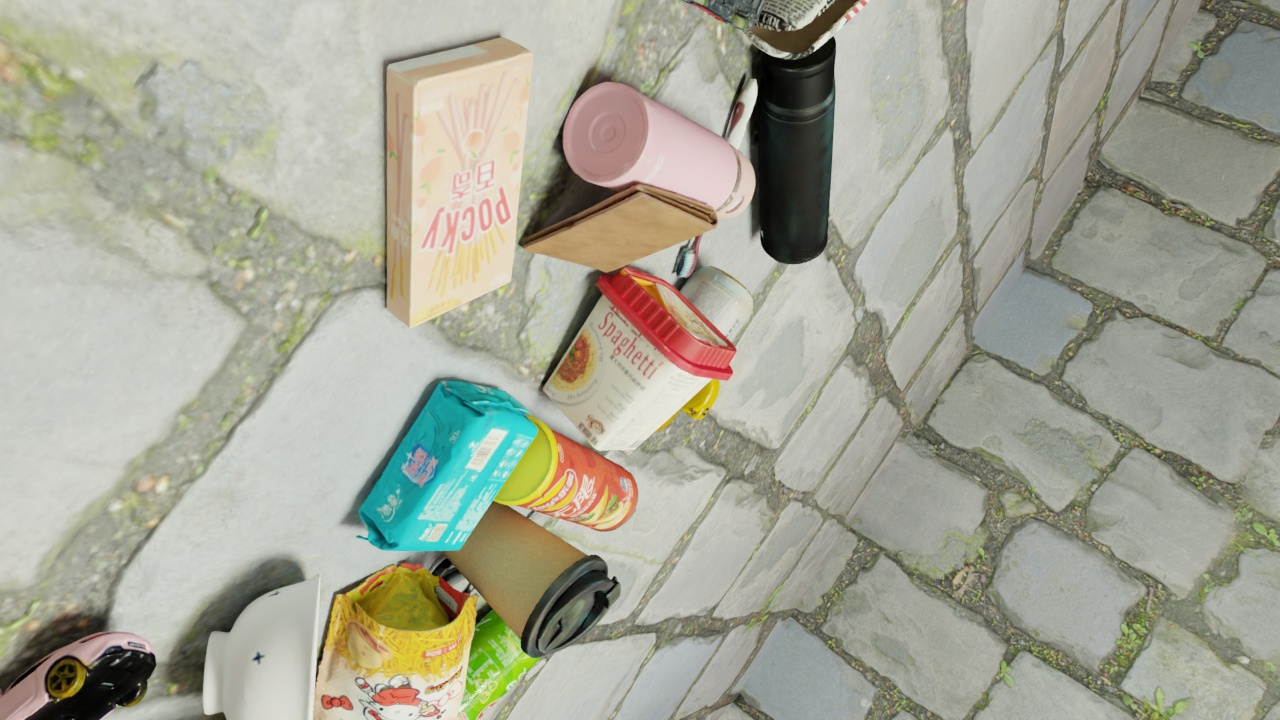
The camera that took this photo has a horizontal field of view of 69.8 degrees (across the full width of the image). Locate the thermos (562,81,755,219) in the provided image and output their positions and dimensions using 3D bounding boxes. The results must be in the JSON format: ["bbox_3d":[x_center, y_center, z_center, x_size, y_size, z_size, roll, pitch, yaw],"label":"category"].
[{"bbox_3d":[0.017,-0.137,0.670,0.087,0.067,0.198,-43,162,20],"label":"thermos"}]

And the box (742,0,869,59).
[{"bbox_3d":[0.139,-0.297,0.693,0.163,0.076,0.073,-45,158,-20],"label":"box"}]

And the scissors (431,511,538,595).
[{"bbox_3d":[-0.141,0.195,0.845,0.159,0.014,0.180,-61,156,10],"label":"scissors"}]

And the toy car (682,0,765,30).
[{"bbox_3d":[0.049,-0.253,0.600,0.120,0.045,0.053,-12,128,-64],"label":"toy car"}]

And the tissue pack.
[{"bbox_3d":[-0.139,0.080,0.662,0.133,0.050,0.093,-57,157,2],"label":"tissue pack"}]

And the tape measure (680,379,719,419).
[{"bbox_3d":[0.050,0.026,0.930,0.057,0.060,0.029,-58,151,6],"label":"tape measure"}]

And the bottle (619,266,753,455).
[{"bbox_3d":[0.029,0.002,0.853,0.189,0.068,0.068,-54,156,-5],"label":"bottle"}]

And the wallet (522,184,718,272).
[{"bbox_3d":[-0.012,-0.092,0.651,0.101,0.020,0.115,-20,168,28],"label":"wallet"}]

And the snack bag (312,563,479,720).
[{"bbox_3d":[-0.200,0.263,0.737,0.128,0.073,0.208,5,119,-22],"label":"snack bag"}]

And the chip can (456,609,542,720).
[{"bbox_3d":[-0.128,0.273,0.893,0.220,0.072,0.073,-38,150,-33],"label":"chip can"}]

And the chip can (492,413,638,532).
[{"bbox_3d":[-0.067,0.105,0.799,0.073,0.073,0.216,-54,156,-4],"label":"chip can"}]

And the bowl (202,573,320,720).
[{"bbox_3d":[-0.240,0.196,0.584,0.064,0.118,0.118,4,126,-18],"label":"bowl"}]

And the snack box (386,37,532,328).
[{"bbox_3d":[-0.106,-0.100,0.529,0.084,0.026,0.158,-33,147,-41],"label":"snack box"}]

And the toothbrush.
[{"bbox_3d":[0.063,-0.152,0.790,0.017,0.016,0.188,-14,134,-43],"label":"toothbrush"}]

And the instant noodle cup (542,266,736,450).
[{"bbox_3d":[-0.004,0.004,0.755,0.124,0.116,0.116,-50,157,14],"label":"instant noodle cup"}]

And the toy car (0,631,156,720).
[{"bbox_3d":[-0.317,0.187,0.485,0.122,0.037,0.056,-39,150,-6],"label":"toy car"}]

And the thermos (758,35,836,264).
[{"bbox_3d":[0.144,-0.195,0.830,0.243,0.068,0.089,78,28,-57],"label":"thermos"}]

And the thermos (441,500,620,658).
[{"bbox_3d":[-0.095,0.167,0.737,0.092,0.143,0.093,-41,151,-29],"label":"thermos"}]
